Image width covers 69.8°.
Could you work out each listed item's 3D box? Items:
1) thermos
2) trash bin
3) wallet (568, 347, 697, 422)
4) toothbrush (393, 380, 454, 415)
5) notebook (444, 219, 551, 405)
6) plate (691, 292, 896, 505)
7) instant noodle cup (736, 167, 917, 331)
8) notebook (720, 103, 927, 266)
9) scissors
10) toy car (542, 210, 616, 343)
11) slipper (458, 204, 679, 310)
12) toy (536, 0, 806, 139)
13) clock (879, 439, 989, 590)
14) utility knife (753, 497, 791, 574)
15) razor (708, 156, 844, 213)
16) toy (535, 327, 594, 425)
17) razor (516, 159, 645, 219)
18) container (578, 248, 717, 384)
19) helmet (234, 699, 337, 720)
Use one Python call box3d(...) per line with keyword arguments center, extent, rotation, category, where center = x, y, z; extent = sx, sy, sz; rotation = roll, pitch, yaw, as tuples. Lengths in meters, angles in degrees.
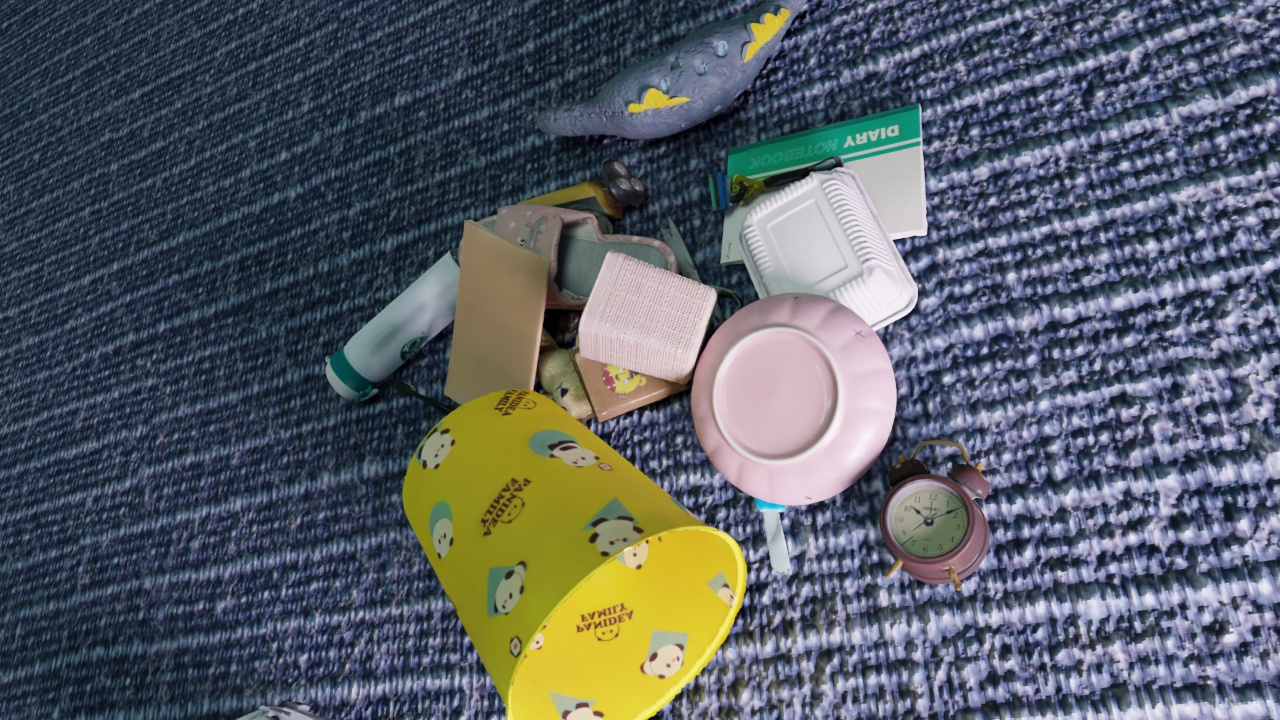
box3d(center=(-0.285, -0.038, 1.113), extent=(0.224, 0.073, 0.073), rotation=(-40, 55, 9), category="thermos")
box3d(center=(-0.075, 0.167, 0.813), extent=(0.229, 0.229, 0.255), rotation=(-50, 48, 0), category="trash bin")
box3d(center=(-0.006, 0.005, 0.927), extent=(0.115, 0.033, 0.090), rotation=(-21, 64, -7), category="wallet")
box3d(center=(-0.223, 0.058, 1.065), extent=(0.181, 0.018, 0.015), rotation=(22, 95, 33), category="toothbrush")
box3d(center=(-0.158, -0.029, 0.992), extent=(0.149, 0.012, 0.212), rotation=(29, 118, 39), category="notebook")
box3d(center=(0.126, 0.032, 0.814), extent=(0.193, 0.039, 0.192), rotation=(-4, 83, 30), category="plate")
box3d(center=(0.166, -0.100, 0.876), extent=(0.138, 0.060, 0.173), rotation=(-29, 62, 19), category="instant noodle cup")
box3d(center=(0.184, -0.178, 0.943), extent=(0.210, 0.012, 0.150), rotation=(-7, 64, 27), category="notebook")
box3d(center=(0.048, -0.083, 0.976), extent=(0.173, 0.014, 0.142), rotation=(25, 81, 35), category="scissors")
box3d(center=(-0.078, -0.094, 1.031), extent=(0.070, 0.042, 0.158), rotation=(27, 88, 27), category="toy car")
box3d(center=(-0.088, -0.108, 0.986), extent=(0.275, 0.054, 0.114), rotation=(13, 80, 26), category="slipper")
box3d(center=(0.038, -0.319, 1.043), extent=(0.357, 0.091, 0.137), rotation=(-22, 47, 17), category="toy")
box3d(center=(0.239, 0.123, 0.747), extent=(0.082, 0.055, 0.121), rotation=(3, 68, 31), category="clock")
box3d(center=(0.114, 0.100, 0.852), extent=(0.034, 0.018, 0.202), rotation=(-19, 61, 20), category="utility knife")
box3d(center=(0.141, -0.188, 0.951), extent=(0.143, 0.022, 0.042), rotation=(-10, 86, 24), category="razor")
box3d(center=(-0.097, 0.005, 0.980), extent=(0.157, 0.066, 0.105), rotation=(43, 102, 26), category="toy")
box3d(center=(-0.075, -0.190, 1.071), extent=(0.168, 0.062, 0.067), rotation=(-6, 97, 33), category="razor")
box3d(center=(0.008, -0.038, 0.878), extent=(0.111, 0.090, 0.090), rotation=(18, 69, 5), category="container")
box3d(center=(-0.314, 0.445, 0.860), extent=(0.259, 0.146, 0.228), rotation=(-7, 63, 36), category="helmet")
